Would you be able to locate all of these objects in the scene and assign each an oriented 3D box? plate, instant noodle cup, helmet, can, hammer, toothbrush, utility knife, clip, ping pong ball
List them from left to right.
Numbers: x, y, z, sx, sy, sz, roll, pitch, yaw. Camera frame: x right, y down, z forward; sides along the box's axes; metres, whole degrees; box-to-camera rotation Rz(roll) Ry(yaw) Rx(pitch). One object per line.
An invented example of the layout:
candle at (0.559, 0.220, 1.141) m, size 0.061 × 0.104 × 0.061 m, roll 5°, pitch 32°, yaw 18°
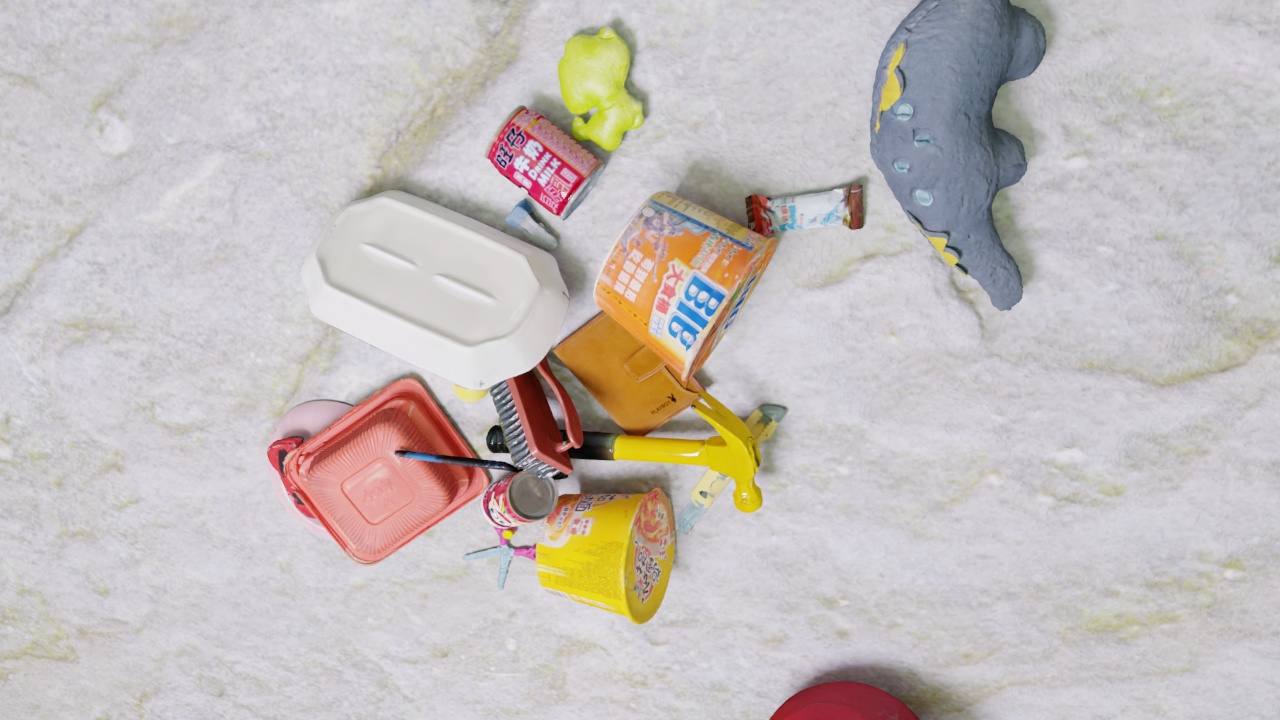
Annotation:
plate at (-0.359, 0.141, 1.077) m, size 0.192 × 0.039 × 0.193 m, roll 6°, pitch 114°, yaw 13°
instant noodle cup at (-0.282, 0.131, 1.001) m, size 0.189 × 0.079 × 0.164 m, roll -35°, pitch 103°, yaw 3°
plate at (-0.199, -0.078, 0.872) m, size 0.266 × 0.161 × 0.034 m, roll 25°, pitch 161°, yaw 11°
ping pong ball at (-0.180, 0.024, 0.975) m, size 0.040 × 0.040 × 0.040 m, roll 6°, pitch 114°, yaw 13°
toothbrush at (-0.166, 0.108, 0.978) m, size 0.189 × 0.014 × 0.016 m, roll 10°, pitch 117°, yaw -20°
can at (-0.131, 0.148, 0.971) m, size 0.053 × 0.053 × 0.133 m, roll 46°, pitch 155°, yaw -7°
clip at (-0.104, -0.129, 0.899) m, size 0.027 × 0.043 × 0.058 m, roll -40°, pitch 106°, yaw 22°
can at (-0.088, -0.182, 0.843) m, size 0.094 × 0.066 × 0.067 m, roll 38°, pitch 117°, yaw -3°
instant noodle cup at (-0.038, 0.200, 0.967) m, size 0.110 × 0.137 × 0.138 m, roll 4°, pitch 114°, yaw 24°
hammer at (-0.024, 0.088, 0.939) m, size 0.301 × 0.032 × 0.129 m, roll 1°, pitch 121°, yaw 25°
instant noodle cup at (0.035, -0.073, 0.818) m, size 0.111 × 0.151 × 0.152 m, roll 33°, pitch 118°, yaw 9°
utility knife at (0.089, 0.114, 0.957) m, size 0.031 × 0.020 × 0.191 m, roll 36°, pitch 122°, yaw 5°
helmet at (0.231, 0.442, 0.990) m, size 0.207 × 0.143 × 0.240 m, roll -19°, pitch 121°, yaw 23°

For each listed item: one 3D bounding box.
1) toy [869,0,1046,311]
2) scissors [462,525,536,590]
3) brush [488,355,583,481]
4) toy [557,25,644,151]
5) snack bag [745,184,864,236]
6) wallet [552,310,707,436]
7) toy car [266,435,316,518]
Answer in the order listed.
toy at (0.252, -0.204, 0.727) m, size 0.138 × 0.091 × 0.357 m, roll -3°, pitch 115°, yaw 4°
scissors at (-0.148, 0.222, 1.069) m, size 0.130 × 0.017 × 0.134 m, roll 15°, pitch 121°, yaw 6°
brush at (-0.105, 0.045, 0.921) m, size 0.069 × 0.145 × 0.063 m, roll -35°, pitch 142°, yaw 13°
toy at (-0.039, -0.243, 0.823) m, size 0.097 × 0.031 × 0.100 m, roll -39°, pitch 99°, yaw 28°
snack bag at (0.147, -0.132, 0.822) m, size 0.104 × 0.026 × 0.048 m, roll 0°, pitch 126°, yaw 17°
wallet at (-0.005, 0.005, 0.925) m, size 0.119 × 0.035 × 0.130 m, roll -35°, pitch 101°, yaw 32°
toy car at (-0.384, 0.136, 1.043) m, size 0.049 × 0.031 × 0.106 m, roll -13°, pitch 111°, yaw 22°
